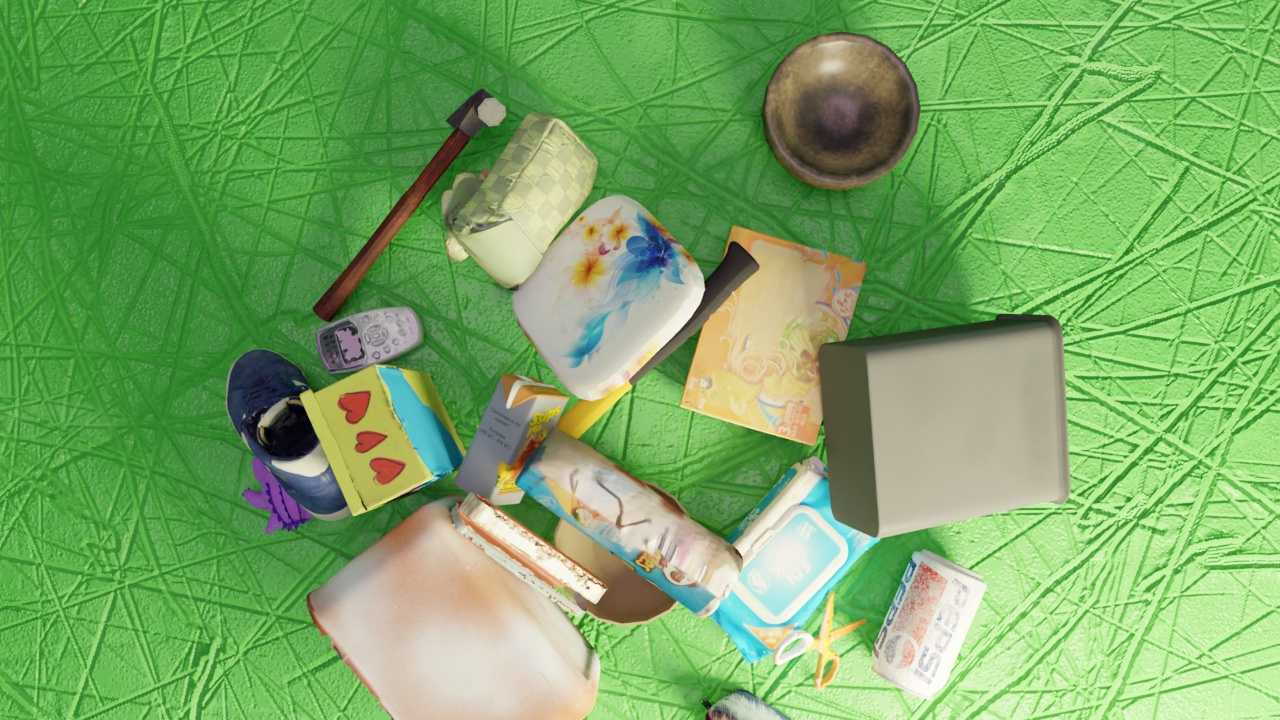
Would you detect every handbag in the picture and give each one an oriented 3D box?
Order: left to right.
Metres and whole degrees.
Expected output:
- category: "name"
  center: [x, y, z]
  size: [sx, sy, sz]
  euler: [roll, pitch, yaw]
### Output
- category: "handbag"
  center: [-0.135, -0.173, 0.967]
  size: [0.117, 0.113, 0.186]
  euler: [23, 73, 32]
- category: "handbag"
  center: [0.123, 0.396, 0.902]
  size: [0.144, 0.170, 0.068]
  euler: [33, 88, 2]

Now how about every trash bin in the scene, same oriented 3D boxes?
- category: "trash bin"
  center: [-0.169, 0.273, 0.907]
  size: [0.157, 0.181, 0.259]
  euler: [-39, 87, -3]
- category: "trash bin"
  center: [0.301, 0.061, 0.910]
  size: [0.219, 0.098, 0.192]
  euler: [-8, 97, -18]

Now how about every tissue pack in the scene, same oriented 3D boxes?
- category: "tissue pack"
  center: [0.149, 0.210, 0.964]
  size: [0.117, 0.066, 0.209]
  euler: [43, 91, 2]

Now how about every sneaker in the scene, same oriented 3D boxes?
- category: "sneaker"
  center: [-0.364, 0.047, 0.904]
  size: [0.091, 0.119, 0.233]
  euler: [-33, 64, -16]

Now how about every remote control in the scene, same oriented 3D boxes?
- category: "remote control"
  center: [-0.292, -0.023, 0.994]
  size: [0.114, 0.028, 0.060]
  euler: [-15, 87, 0]

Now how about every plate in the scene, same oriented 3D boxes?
- category: "plate"
  center: [-0.042, -0.071, 0.949]
  size: [0.187, 0.016, 0.187]
  euler: [-45, 60, 8]

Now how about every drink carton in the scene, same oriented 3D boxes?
- category: "drink carton"
  center: [-0.130, 0.079, 0.923]
  size: [0.048, 0.076, 0.125]
  euler: [28, 97, 24]

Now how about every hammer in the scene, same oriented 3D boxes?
- category: "hammer"
  center: [-0.250, -0.162, 0.974]
  size: [0.028, 0.111, 0.301]
  euler: [36, 99, -26]
- category: "hammer"
  center: [-0.006, 0.005, 0.938]
  size: [0.324, 0.029, 0.127]
  euler: [-43, 68, 11]

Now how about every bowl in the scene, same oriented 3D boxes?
- category: "bowl"
  center: [-0.014, 0.198, 0.968]
  size: [0.152, 0.050, 0.152]
  euler: [0, 87, 5]
- category: "bowl"
  center: [0.208, -0.258, 0.977]
  size: [0.162, 0.070, 0.162]
  euler: [0, 88, 0]

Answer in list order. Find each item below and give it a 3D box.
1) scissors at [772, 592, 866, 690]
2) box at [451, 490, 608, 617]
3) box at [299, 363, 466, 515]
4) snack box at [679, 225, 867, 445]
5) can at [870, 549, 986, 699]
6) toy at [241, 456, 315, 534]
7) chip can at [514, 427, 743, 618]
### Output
- category: "scissors"
  center: [0.187, 0.294, 0.954]
  size: [0.129, 0.011, 0.125]
  euler: [-9, 114, -31]
- category: "box"
  center: [-0.102, 0.183, 0.882]
  size: [0.058, 0.060, 0.187]
  euler: [-21, 130, 34]
- category: "box"
  center: [-0.241, 0.073, 0.894]
  size: [0.082, 0.221, 0.124]
  euler: [-26, 90, -1]
- category: "snack box"
  center: [0.137, -0.024, 0.963]
  size: [0.145, 0.080, 0.195]
  euler: [16, 88, 4]
- category: "can"
  center: [0.297, 0.272, 0.952]
  size: [0.078, 0.078, 0.136]
  euler: [24, 88, 1]
- category: "toy"
  center: [-0.373, 0.136, 0.974]
  size: [0.106, 0.056, 0.088]
  euler: [-16, 87, 1]
- category: "chip can"
  center: [-0.010, 0.155, 0.891]
  size: [0.229, 0.080, 0.080]
  euler: [36, 88, -5]
